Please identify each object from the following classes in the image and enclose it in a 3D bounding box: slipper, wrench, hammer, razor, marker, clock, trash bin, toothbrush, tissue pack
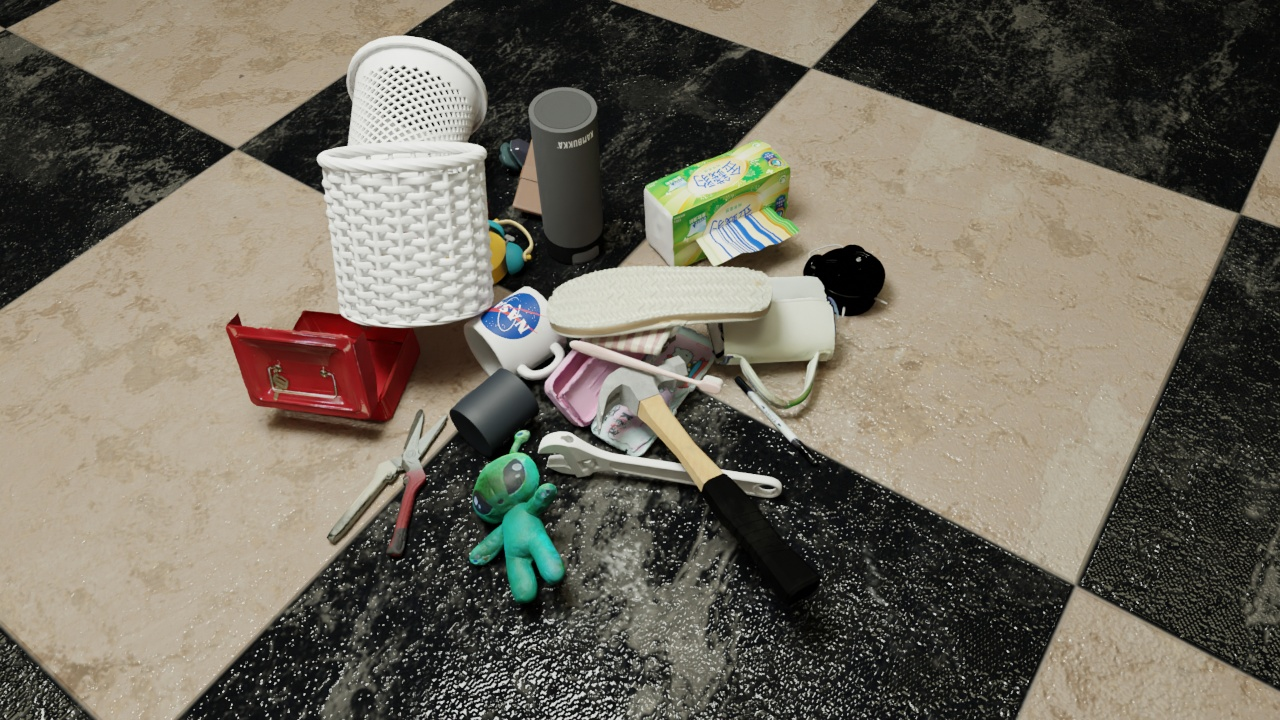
[{"bbox_3d":[0.023,-0.059,1.075,0.263,0.052,0.114,-4,45,5],"label":"slipper"},{"bbox_3d":[0.021,0.121,1.021,0.273,0.066,0.018,9,52,4],"label":"wrench"},{"bbox_3d":[0.068,0.119,0.966,0.131,0.039,0.328,-19,50,-28],"label":"hammer"},{"bbox_3d":[-0.139,-0.304,1.376,0.143,0.052,0.047,0,48,-3],"label":"razor"},{"bbox_3d":[0.159,0.070,1.082,0.011,0.011,0.152,-28,55,-18],"label":"marker"},{"bbox_3d":[-0.210,-0.145,1.256,0.129,0.044,0.099,-34,57,-14],"label":"clock"},{"bbox_3d":[0.266,-0.110,1.199,0.091,0.043,0.120,-17,52,-11],"label":"clock"},{"bbox_3d":[-0.320,-0.297,1.256,0.195,0.196,0.199,1,61,4],"label":"trash bin"},{"bbox_3d":[0.005,0.005,1.036,0.181,0.016,0.018,16,37,9],"label":"toothbrush"},{"bbox_3d":[0.121,-0.192,1.233,0.197,0.120,0.141,-29,54,-12],"label":"tissue pack"}]

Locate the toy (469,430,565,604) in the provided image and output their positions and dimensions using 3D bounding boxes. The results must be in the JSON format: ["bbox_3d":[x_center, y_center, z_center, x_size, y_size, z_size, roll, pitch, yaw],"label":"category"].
[{"bbox_3d":[-0.130,0.167,0.985,0.131,0.072,0.193,-39,52,18],"label":"toy"}]

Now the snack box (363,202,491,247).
[{"bbox_3d":[-0.316,-0.208,1.314,0.152,0.036,0.132,33,60,26],"label":"snack box"}]

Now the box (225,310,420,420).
[{"bbox_3d":[-0.369,-0.014,1.103,0.157,0.157,0.169,8,34,7],"label":"box"}]

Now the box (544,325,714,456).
[{"bbox_3d":[-0.011,0.012,1.119,0.153,0.067,0.200,40,60,-1],"label":"box"}]

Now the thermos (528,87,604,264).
[{"bbox_3d":[-0.092,-0.230,1.193,0.082,0.241,0.082,0,55,0],"label":"thermos"}]

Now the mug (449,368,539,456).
[{"bbox_3d":[-0.181,0.058,1.081,0.077,0.071,0.105,-42,34,-26],"label":"mug"}]

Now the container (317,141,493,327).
[{"bbox_3d":[-0.272,-0.154,1.086,0.189,0.187,0.189,-1,20,0],"label":"container"}]

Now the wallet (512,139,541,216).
[{"bbox_3d":[-0.131,-0.261,1.331,0.087,0.013,0.120,15,66,-7],"label":"wallet"}]

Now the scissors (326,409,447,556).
[{"bbox_3d":[-0.279,0.143,1.045,0.179,0.015,0.185,-26,53,-17],"label":"scissors"}]

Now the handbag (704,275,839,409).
[{"bbox_3d":[0.164,-0.024,1.107,0.151,0.074,0.175,-2,56,-9],"label":"handbag"}]

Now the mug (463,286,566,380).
[{"bbox_3d":[-0.144,-0.021,1.120,0.090,0.091,0.121,-35,59,-23],"label":"mug"}]
